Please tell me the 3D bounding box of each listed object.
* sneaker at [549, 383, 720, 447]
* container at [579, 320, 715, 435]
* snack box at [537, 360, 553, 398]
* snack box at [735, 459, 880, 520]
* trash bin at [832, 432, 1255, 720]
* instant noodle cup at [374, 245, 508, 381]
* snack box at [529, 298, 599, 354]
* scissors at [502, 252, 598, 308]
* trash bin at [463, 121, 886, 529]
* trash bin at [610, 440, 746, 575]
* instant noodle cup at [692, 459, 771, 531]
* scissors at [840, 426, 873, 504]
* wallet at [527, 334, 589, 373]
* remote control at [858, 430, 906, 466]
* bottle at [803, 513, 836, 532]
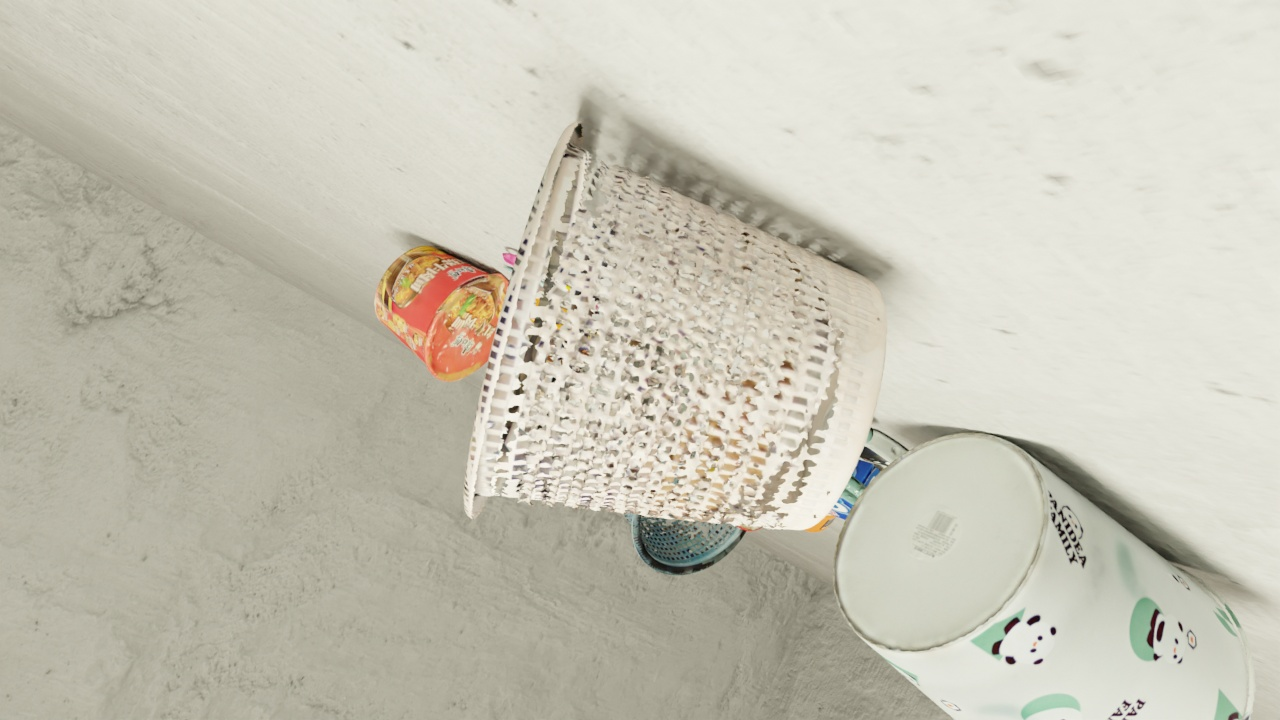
[{"bbox_3d":[0.001,0.065,1.163,0.243,0.089,0.090,3,170,31],"label":"sneaker"},{"bbox_3d":[0.000,0.013,0.929,0.090,0.090,0.114,32,173,-23],"label":"container"},{"bbox_3d":[-0.107,0.029,1.322,0.093,0.077,0.094,23,169,23],"label":"snack box"},{"bbox_3d":[0.184,0.128,1.072,0.208,0.057,0.058,16,150,46],"label":"snack box"},{"bbox_3d":[0.302,0.200,0.726,0.252,0.229,0.230,37,167,-24],"label":"trash bin"},{"bbox_3d":[-0.230,-0.059,1.059,0.108,0.138,0.138,32,173,24],"label":"instant noodle cup"},{"bbox_3d":[-0.063,-0.028,1.059,0.154,0.026,0.075,23,169,26],"label":"snack box"},{"bbox_3d":[-0.100,-0.080,0.935,0.133,0.017,0.136,25,173,36],"label":"scissors"},{"bbox_3d":[0.022,0.002,0.522,0.192,0.227,0.228,15,171,-3],"label":"trash bin"},{"bbox_3d":[0.045,0.203,1.497,0.226,0.226,0.195,34,-179,-34],"label":"trash bin"},{"bbox_3d":[0.144,0.154,1.230,0.116,0.115,0.124,28,159,0],"label":"instant noodle cup"},{"bbox_3d":[0.186,0.085,0.889,0.175,0.019,0.170,48,163,-8],"label":"scissors"},{"bbox_3d":[-0.087,-0.008,1.220,0.124,0.032,0.101,23,167,17],"label":"wallet"},{"bbox_3d":[0.204,0.082,0.926,0.058,0.021,0.150,33,170,-26],"label":"remote control"},{"bbox_3d":[0.261,0.209,1.327,0.067,0.066,0.150,27,163,5],"label":"bottle"}]
